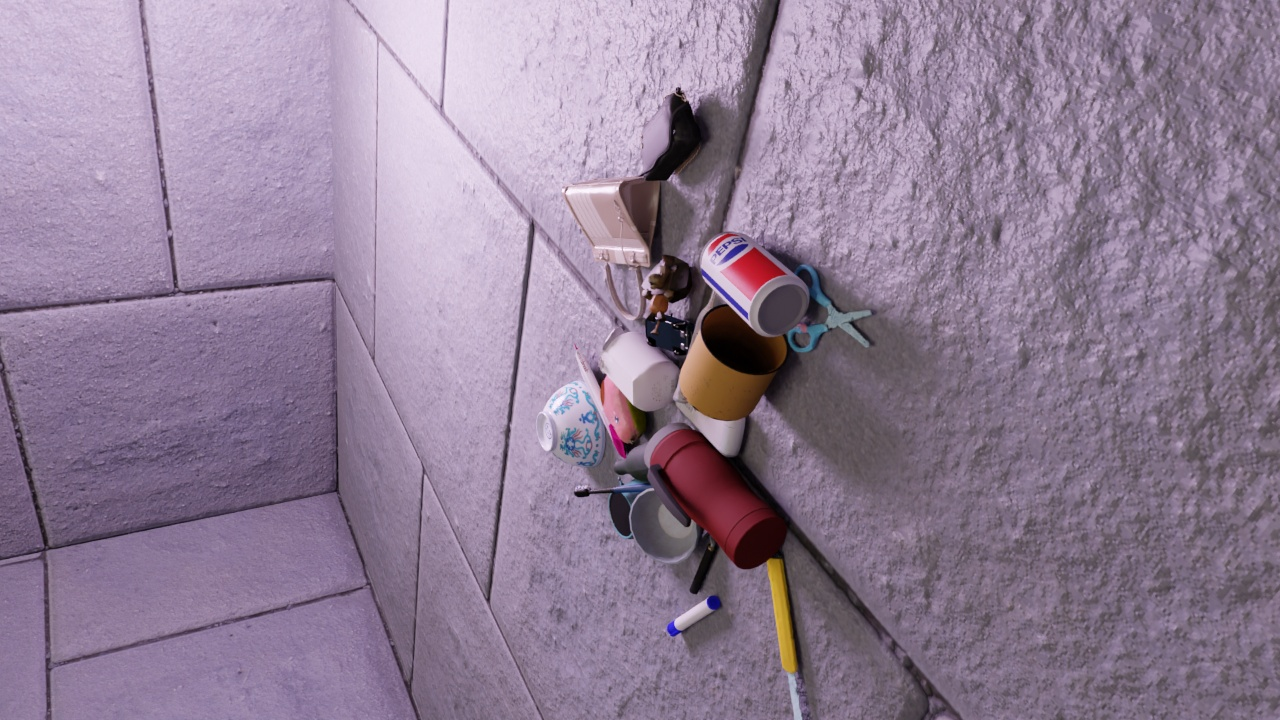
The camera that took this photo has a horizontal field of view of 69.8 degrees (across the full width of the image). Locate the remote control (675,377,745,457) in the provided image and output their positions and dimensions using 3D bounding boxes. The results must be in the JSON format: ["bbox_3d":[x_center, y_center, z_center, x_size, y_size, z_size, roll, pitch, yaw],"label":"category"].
[{"bbox_3d":[0.085,0.062,1.147,0.138,0.025,0.060,47,137,49],"label":"remote control"}]

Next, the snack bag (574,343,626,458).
[{"bbox_3d":[-0.060,0.065,1.405,0.070,0.016,0.196,82,164,-59],"label":"snack bag"}]

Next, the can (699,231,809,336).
[{"bbox_3d":[0.119,-0.084,0.981,0.132,0.070,0.070,-127,38,-51],"label":"can"}]

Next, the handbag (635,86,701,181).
[{"bbox_3d":[0.030,-0.275,1.118,0.129,0.054,0.079,143,118,-61],"label":"handbag"}]

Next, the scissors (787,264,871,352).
[{"bbox_3d":[0.190,-0.057,0.937,0.141,0.015,0.111,-12,85,58],"label":"scissors"}]

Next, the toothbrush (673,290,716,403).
[{"bbox_3d":[0.075,-0.034,1.120,0.024,0.022,0.186,-58,-14,-70],"label":"toothbrush"}]

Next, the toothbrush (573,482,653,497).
[{"bbox_3d":[-0.020,0.181,1.295,0.168,0.014,0.014,-8,122,25],"label":"toothbrush"}]

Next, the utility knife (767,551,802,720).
[{"bbox_3d":[0.171,0.333,1.081,0.030,0.019,0.223,169,96,-68],"label":"utility knife"}]

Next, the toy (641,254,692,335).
[{"bbox_3d":[0.028,-0.082,1.156,0.076,0.062,0.100,6,74,44],"label":"toy"}]

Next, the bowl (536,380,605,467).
[{"bbox_3d":[-0.123,0.109,1.491,0.144,0.074,0.144,27,122,56],"label":"bowl"}]

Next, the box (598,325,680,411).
[{"bbox_3d":[-0.011,0.006,1.243,0.143,0.089,0.080,48,150,49],"label":"box"}]

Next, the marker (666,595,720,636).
[{"bbox_3d":[0.072,0.354,1.267,0.142,0.020,0.020,-54,52,53],"label":"marker"}]

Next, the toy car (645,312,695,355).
[{"bbox_3d":[0.042,-0.035,1.188,0.112,0.034,0.046,23,118,57],"label":"toy car"}]

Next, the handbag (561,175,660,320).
[{"bbox_3d":[-0.028,-0.153,1.277,0.176,0.062,0.198,16,121,59],"label":"handbag"}]

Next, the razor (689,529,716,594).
[{"bbox_3d":[0.086,0.262,1.216,0.042,0.022,0.144,-67,-11,-51],"label":"razor"}]

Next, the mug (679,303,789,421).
[{"bbox_3d":[0.104,-0.003,1.032,0.094,0.100,0.123,112,179,-47],"label":"mug"}]

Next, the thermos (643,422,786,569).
[{"bbox_3d":[0.076,0.162,1.108,0.198,0.107,0.084,44,134,45],"label":"thermos"}]

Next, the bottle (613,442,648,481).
[{"bbox_3d":[0.004,0.145,1.293,0.174,0.055,0.055,-23,78,62],"label":"bottle"}]

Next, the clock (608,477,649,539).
[{"bbox_3d":[0.001,0.224,1.322,0.124,0.053,0.090,40,132,47],"label":"clock"}]

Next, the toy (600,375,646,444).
[{"bbox_3d":[-0.023,0.066,1.319,0.110,0.051,0.090,65,153,23],"label":"toy"}]

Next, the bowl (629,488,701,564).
[{"bbox_3d":[0.039,0.219,1.242,0.106,0.039,0.106,7,103,32],"label":"bowl"}]
